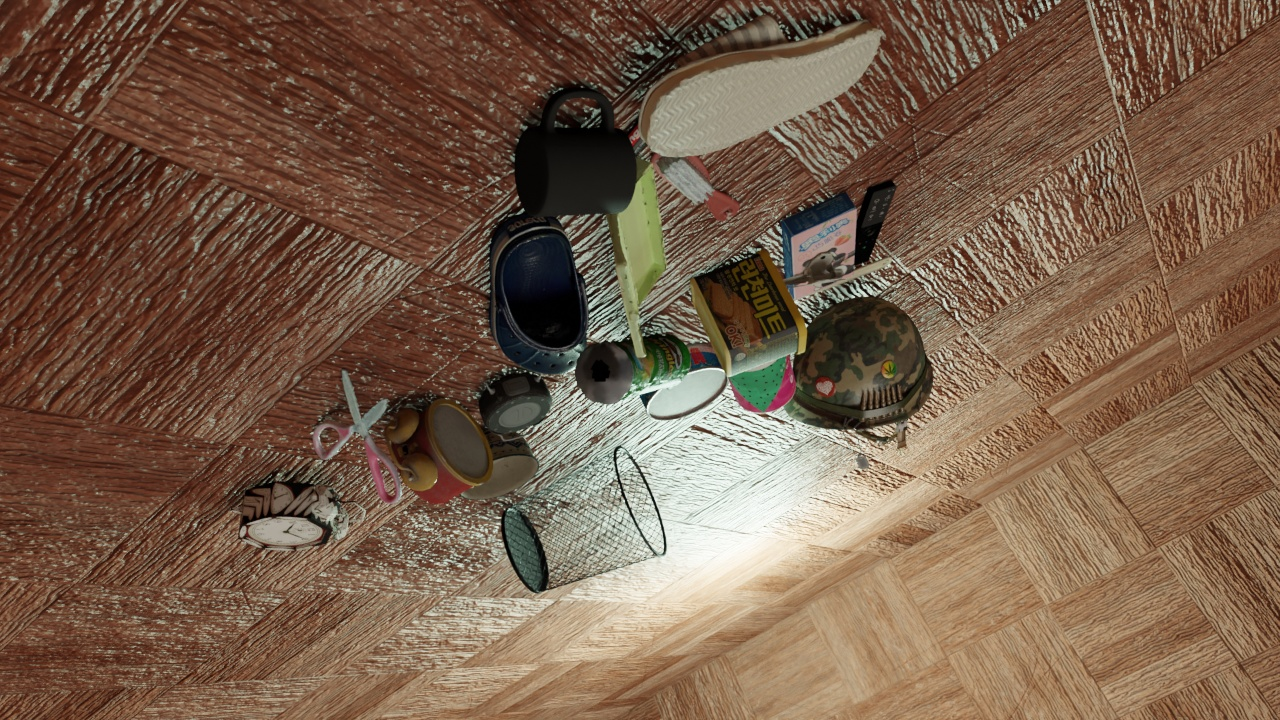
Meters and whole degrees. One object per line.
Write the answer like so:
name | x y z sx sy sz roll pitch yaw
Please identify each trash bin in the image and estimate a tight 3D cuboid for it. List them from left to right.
trash bin | -0.092 0.259 1.439 0.210 0.184 0.184 -24 152 10

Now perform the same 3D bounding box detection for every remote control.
remote control | 0.294 -0.172 1.180 0.034 0.013 0.150 -18 151 -12

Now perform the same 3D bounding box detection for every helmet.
helmet | 0.313 0.030 1.336 0.224 0.192 0.236 -37 125 -6

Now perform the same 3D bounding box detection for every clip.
clip | 0.228 -0.105 1.154 0.101 0.041 0.054 -11 162 -22

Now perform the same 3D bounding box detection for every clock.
clock | -0.425 0.189 1.159 0.154 0.065 0.115 -4 148 -6
clock | -0.258 0.115 1.118 0.081 0.117 0.158 -31 158 17
clock | -0.161 0.054 1.169 0.091 0.043 0.123 -15 150 -18

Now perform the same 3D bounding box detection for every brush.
brush | 0.066 -0.180 0.973 0.041 0.030 0.172 -35 150 18
brush | 0.253 -0.103 1.267 0.217 0.012 0.033 -20 151 -11

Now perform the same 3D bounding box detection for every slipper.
slipper | -0.108 -0.051 0.988 0.105 0.095 0.253 -22 148 -12
slipper | 0.111 -0.261 0.849 0.272 0.054 0.115 -22 150 -26

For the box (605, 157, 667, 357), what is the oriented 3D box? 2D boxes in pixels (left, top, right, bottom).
box | -0.008 -0.103 0.963 0.048 0.140 0.188 5 154 10

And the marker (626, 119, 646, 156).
marker | -0.017 -0.200 0.884 0.023 0.021 0.145 31 124 -22

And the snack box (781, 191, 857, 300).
snack box | 0.225 -0.141 1.159 0.088 0.033 0.154 -24 151 -2

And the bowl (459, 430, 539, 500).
bowl | -0.203 0.136 1.257 0.115 0.059 0.116 -19 151 -11

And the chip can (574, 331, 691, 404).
chip can | -0.006 0.007 1.107 0.076 0.075 0.223 -36 171 18

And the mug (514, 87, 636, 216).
mug | -0.058 -0.188 0.828 0.087 0.078 0.114 -8 120 -29

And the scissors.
scissors | -0.330 0.086 1.050 0.014 0.168 0.171 -41 127 -49

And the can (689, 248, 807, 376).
can | 0.130 -0.057 1.124 0.101 0.130 0.073 -20 151 -4

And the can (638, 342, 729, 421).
can | 0.059 0.032 1.304 0.130 0.044 0.130 -19 151 -11

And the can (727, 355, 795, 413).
can | 0.155 -0.007 1.239 0.088 0.088 0.166 -25 136 -1
